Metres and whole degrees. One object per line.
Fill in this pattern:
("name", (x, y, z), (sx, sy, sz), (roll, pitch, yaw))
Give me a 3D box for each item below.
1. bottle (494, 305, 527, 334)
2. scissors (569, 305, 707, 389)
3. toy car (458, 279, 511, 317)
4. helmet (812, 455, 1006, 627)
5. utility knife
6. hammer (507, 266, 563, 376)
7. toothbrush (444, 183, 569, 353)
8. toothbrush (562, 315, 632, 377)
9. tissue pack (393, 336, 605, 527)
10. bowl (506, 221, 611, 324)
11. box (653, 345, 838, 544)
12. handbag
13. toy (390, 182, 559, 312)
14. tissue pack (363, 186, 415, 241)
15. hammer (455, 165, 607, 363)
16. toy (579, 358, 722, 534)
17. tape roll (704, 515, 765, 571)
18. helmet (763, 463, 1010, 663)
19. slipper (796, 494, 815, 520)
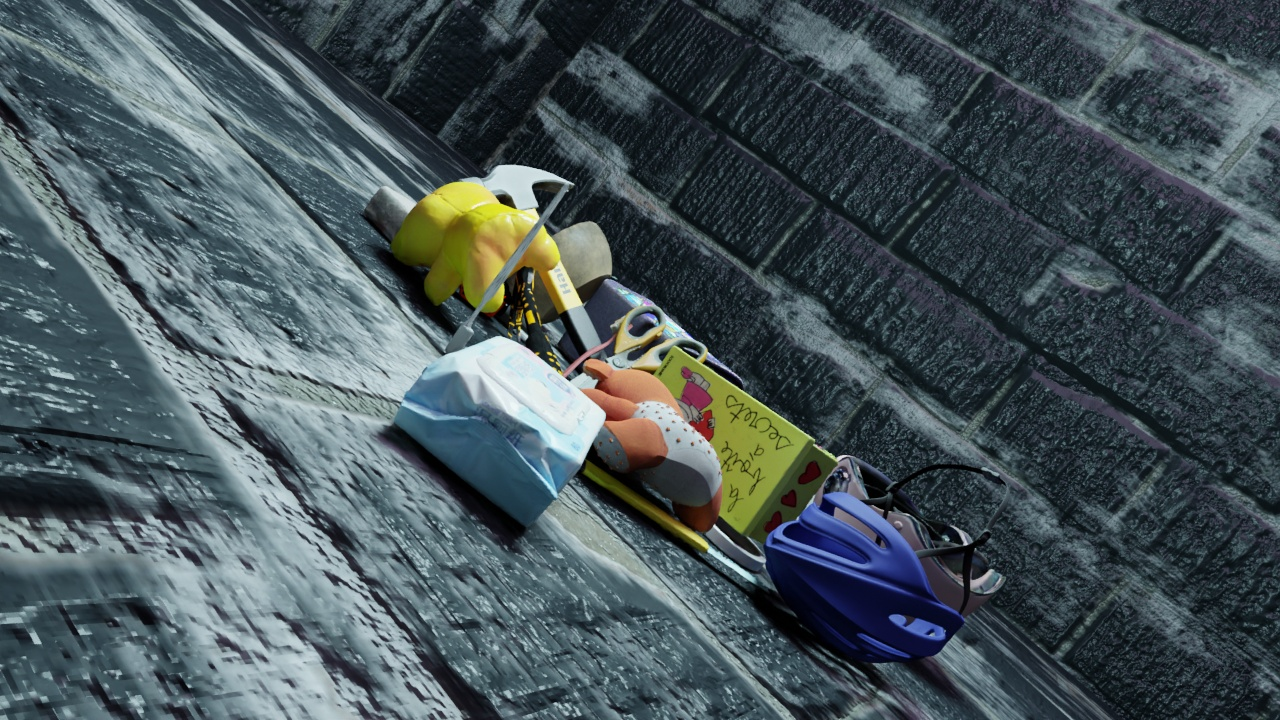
("bottle", (-0.161, -0.061, 1.113), (0.113, 0.030, 0.030), (41, 6, 18))
("scissors", (-0.007, 0.007, 1.046), (0.134, 0.016, 0.227), (35, 41, 11))
("toy car", (-0.193, -0.092, 1.060), (0.100, 0.049, 0.051), (37, 7, -21))
("helmet", (0.309, 0.234, 1.147), (0.230, 0.153, 0.255), (27, 18, -32))
("utility knife", (0.030, 0.144, 0.798), (0.218, 0.019, 0.030), (33, 10, -13))
("hammer", (-0.104, -0.017, 0.910), (0.036, 0.123, 0.320), (9, 27, -17))
("toothbrush", (-0.112, -0.075, 0.781), (0.010, 0.182, 0.010), (25, 17, -45))
("toothbrush", (-0.056, -0.011, 1.056), (0.183, 0.015, 0.016), (-42, 112, -53))
("tissue pack", (-0.088, 0.039, 0.621), (0.112, 0.070, 0.181), (40, 7, -1))
("bowl", (-0.107, -0.110, 1.232), (0.070, 0.162, 0.162), (55, 8, 6))
("box", (0.089, 0.089, 0.981), (0.082, 0.124, 0.221), (33, 5, -43))
("handbag", (0.021, 0.008, 1.250), (0.222, 0.125, 0.205), (28, 12, -50))
("toy", (-0.181, -0.126, 0.943), (0.194, 0.134, 0.087), (34, -25, 47))
("tissue pack", (-0.242, -0.148, 1.129), (0.104, 0.071, 0.181), (41, 3, 27))
("hammer", (-0.094, -0.089, 1.102), (0.169, 0.034, 0.324), (-23, 86, -46))
("toy", (0.002, 0.071, 0.851), (0.163, 0.093, 0.172), (39, 10, -33))
("tape roll", (0.087, 0.177, 0.930), (0.093, 0.013, 0.093), (38, 5, -4))
("helmet", (0.237, 0.171, 0.860), (0.241, 0.227, 0.148), (37, -3, -27))
("slipper", (0.195, 0.164, 1.305), (0.266, 0.112, 0.081), (41, -13, 8))
